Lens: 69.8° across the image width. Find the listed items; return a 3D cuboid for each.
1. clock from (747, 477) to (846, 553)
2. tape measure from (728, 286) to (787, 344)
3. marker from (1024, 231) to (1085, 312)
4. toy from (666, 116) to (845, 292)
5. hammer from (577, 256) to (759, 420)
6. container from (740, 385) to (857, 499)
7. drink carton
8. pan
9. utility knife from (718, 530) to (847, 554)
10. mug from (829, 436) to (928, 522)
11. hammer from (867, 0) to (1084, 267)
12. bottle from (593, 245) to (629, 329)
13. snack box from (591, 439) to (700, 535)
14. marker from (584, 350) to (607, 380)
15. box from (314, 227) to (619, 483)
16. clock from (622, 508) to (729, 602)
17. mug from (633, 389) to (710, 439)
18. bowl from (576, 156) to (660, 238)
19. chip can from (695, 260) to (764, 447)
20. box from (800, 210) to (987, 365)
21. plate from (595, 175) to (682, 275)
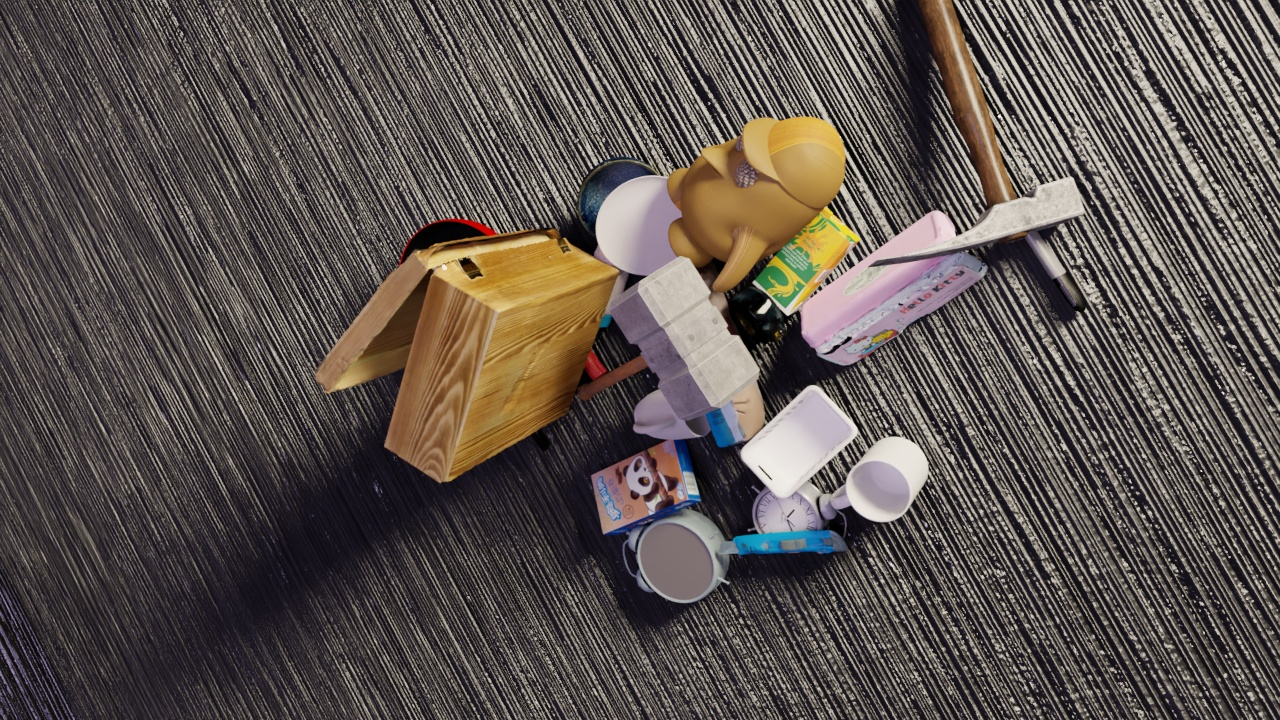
[{"bbox_3d":[0.199,0.198,1.156,0.123,0.035,0.094,11,108,27],"label":"clock"},{"bbox_3d":[0.139,-0.052,1.099,0.042,0.071,0.072,-38,104,-9],"label":"tape measure"},{"bbox_3d":[0.424,-0.109,0.961,0.016,0.022,0.138,-36,85,36],"label":"marker"},{"bbox_3d":[0.130,-0.194,1.017,0.204,0.162,0.198,-26,54,43],"label":"toy"},{"bbox_3d":[-0.006,0.007,1.137,0.162,0.082,0.319,57,148,-3],"label":"hammer"},{"bbox_3d":[0.194,0.097,1.113,0.129,0.049,0.081,-46,79,17],"label":"container"},{"bbox_3d":[0.196,-0.119,1.075,0.058,0.041,0.123,45,120,12],"label":"drink carton"},{"bbox_3d":[-0.213,-0.035,1.310,0.209,0.067,0.356,-28,95,31],"label":"pan"},{"bbox_3d":[0.173,0.231,1.150,0.174,0.015,0.031,-12,92,32],"label":"utility knife"},{"bbox_3d":[0.272,0.144,1.069,0.111,0.090,0.074,-29,87,31],"label":"mug"},{"bbox_3d":[0.299,-0.253,0.938,0.217,0.037,0.300,-16,85,-4],"label":"hammer"},{"bbox_3d":[-0.049,-0.091,1.213,0.051,0.051,0.146,27,115,21],"label":"bottle"},{"bbox_3d":[0.005,0.172,1.241,0.152,0.034,0.087,-27,64,31],"label":"snack box"},{"bbox_3d":[-0.099,-0.035,1.273,0.023,0.021,0.145,-39,81,8],"label":"marker"},{"bbox_3d":[-0.200,-0.046,1.113,0.215,0.278,0.258,32,116,17],"label":"box"},{"bbox_3d":[0.045,0.269,1.254,0.160,0.045,0.122,-10,97,29],"label":"clock"},{"bbox_3d":[0.029,0.074,1.179,0.090,0.107,0.071,-11,99,39],"label":"mug"},{"bbox_3d":[-0.025,-0.209,1.155,0.114,0.060,0.114,-4,124,-7],"label":"bowl"},{"bbox_3d":[0.091,-0.010,1.143,0.080,0.079,0.229,-19,93,31],"label":"chip can"},{"bbox_3d":[0.284,-0.066,1.028,0.095,0.087,0.203,41,123,-18],"label":"box"},{"bbox_3d":[0.011,-0.168,1.143,0.134,0.011,0.135,-3,124,-5],"label":"plate"}]
